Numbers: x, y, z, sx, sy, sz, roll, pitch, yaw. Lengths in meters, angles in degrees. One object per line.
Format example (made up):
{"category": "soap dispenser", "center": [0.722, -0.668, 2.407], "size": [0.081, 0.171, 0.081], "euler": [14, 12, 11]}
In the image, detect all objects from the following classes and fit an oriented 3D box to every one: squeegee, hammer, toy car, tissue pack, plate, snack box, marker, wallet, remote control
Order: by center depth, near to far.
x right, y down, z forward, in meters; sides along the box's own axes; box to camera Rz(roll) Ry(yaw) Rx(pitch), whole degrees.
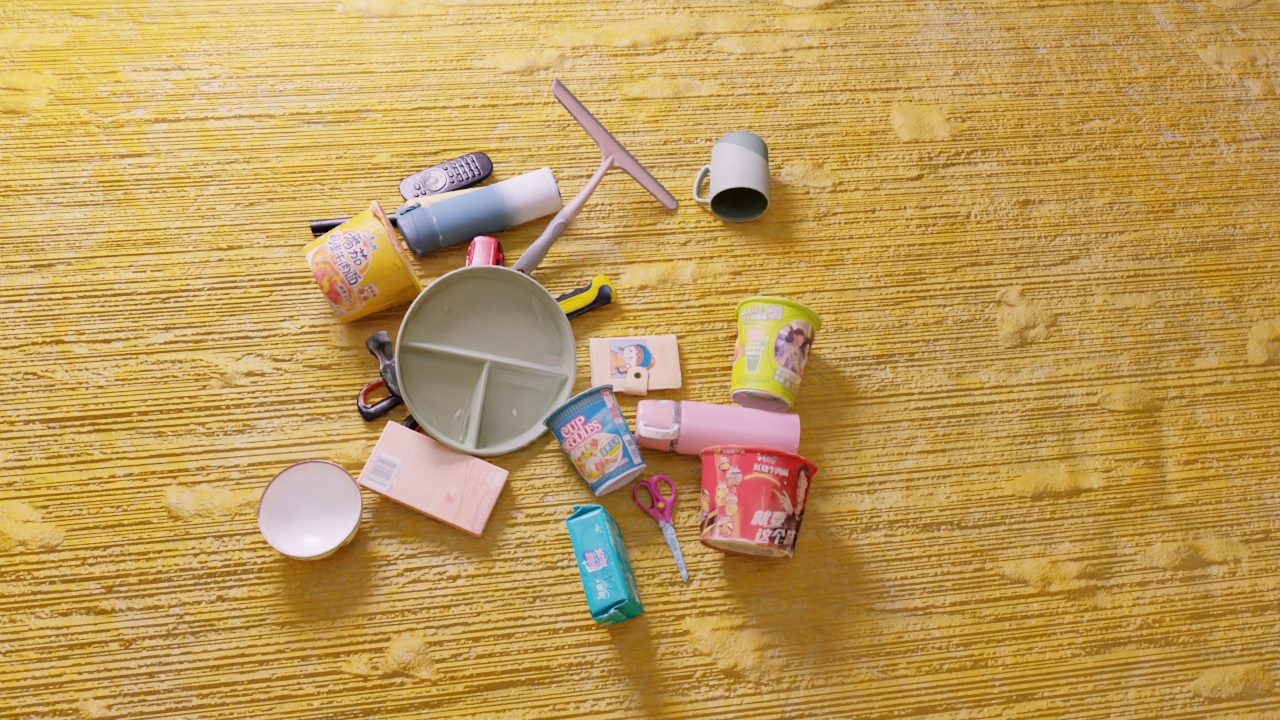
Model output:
{"category": "tissue pack", "center": [-0.042, 0.228, 1.029], "size": [0.050, 0.093, 0.133], "euler": [-19, 65, 4]}
{"category": "snack box", "center": [-0.243, 0.140, 1.083], "size": [0.157, 0.026, 0.084], "euler": [24, 66, -2]}
{"category": "plate", "center": [-0.185, 0.000, 1.109], "size": [0.229, 0.028, 0.230], "euler": [1, 89, -31]}
{"category": "hammer", "center": [-0.172, -0.031, 1.167], "size": [0.322, 0.032, 0.126], "euler": [-25, 79, -23]}
{"category": "wallet", "center": [-0.007, 0.007, 1.185], "size": [0.115, 0.024, 0.087], "euler": [-2, 58, -7]}
{"category": "toy car", "center": [-0.211, -0.111, 1.216], "size": [0.053, 0.045, 0.120], "euler": [3, 65, -2]}
{"category": "squeegee", "center": [-0.096, -0.201, 1.238], "size": [0.247, 0.040, 0.249], "euler": [41, 84, -26]}
{"category": "marker", "center": [-0.383, -0.187, 1.254], "size": [0.132, 0.020, 0.022], "euler": [-7, 81, -7]}
{"category": "remote control", "center": [-0.273, -0.254, 1.294], "size": [0.136, 0.024, 0.053], "euler": [-24, 72, -14]}

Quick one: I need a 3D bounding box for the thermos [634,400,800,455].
{"category": "thermos", "center": [0.093, 0.088, 1.118], "size": [0.198, 0.087, 0.067], "euler": [7, 98, -3]}

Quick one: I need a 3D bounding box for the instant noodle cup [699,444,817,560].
{"category": "instant noodle cup", "center": [0.130, 0.167, 1.057], "size": [0.138, 0.138, 0.108], "euler": [10, 71, 0]}

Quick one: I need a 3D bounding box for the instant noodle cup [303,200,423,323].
{"category": "instant noodle cup", "center": [-0.352, -0.119, 1.165], "size": [0.109, 0.138, 0.138], "euler": [-26, 68, -8]}

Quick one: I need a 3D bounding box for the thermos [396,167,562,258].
{"category": "thermos", "center": [-0.218, -0.203, 1.249], "size": [0.220, 0.070, 0.070], "euler": [-20, 66, -14]}

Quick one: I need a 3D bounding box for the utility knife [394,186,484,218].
{"category": "utility knife", "center": [-0.260, -0.219, 1.274], "size": [0.166, 0.018, 0.031], "euler": [-16, 76, -16]}

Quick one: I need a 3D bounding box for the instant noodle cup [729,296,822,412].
{"category": "instant noodle cup", "center": [0.163, -0.002, 1.161], "size": [0.112, 0.112, 0.123], "euler": [14, 70, 2]}

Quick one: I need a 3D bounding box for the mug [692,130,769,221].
{"category": "mug", "center": [0.128, -0.260, 1.304], "size": [0.112, 0.082, 0.106], "euler": [-11, 60, 25]}

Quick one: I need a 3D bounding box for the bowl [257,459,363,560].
{"category": "bowl", "center": [-0.370, 0.176, 1.048], "size": [0.113, 0.062, 0.113], "euler": [1, 64, -3]}

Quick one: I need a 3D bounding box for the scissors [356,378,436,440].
{"category": "scissors", "center": [-0.257, 0.017, 1.160], "size": [0.190, 0.022, 0.228], "euler": [15, 63, 3]}

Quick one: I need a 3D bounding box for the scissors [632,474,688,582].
{"category": "scissors", "center": [0.032, 0.201, 1.095], "size": [0.056, 0.017, 0.133], "euler": [-13, 68, -17]}

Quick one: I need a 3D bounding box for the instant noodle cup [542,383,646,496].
{"category": "instant noodle cup", "center": [-0.048, 0.099, 1.100], "size": [0.099, 0.099, 0.110], "euler": [-27, 76, -17]}
